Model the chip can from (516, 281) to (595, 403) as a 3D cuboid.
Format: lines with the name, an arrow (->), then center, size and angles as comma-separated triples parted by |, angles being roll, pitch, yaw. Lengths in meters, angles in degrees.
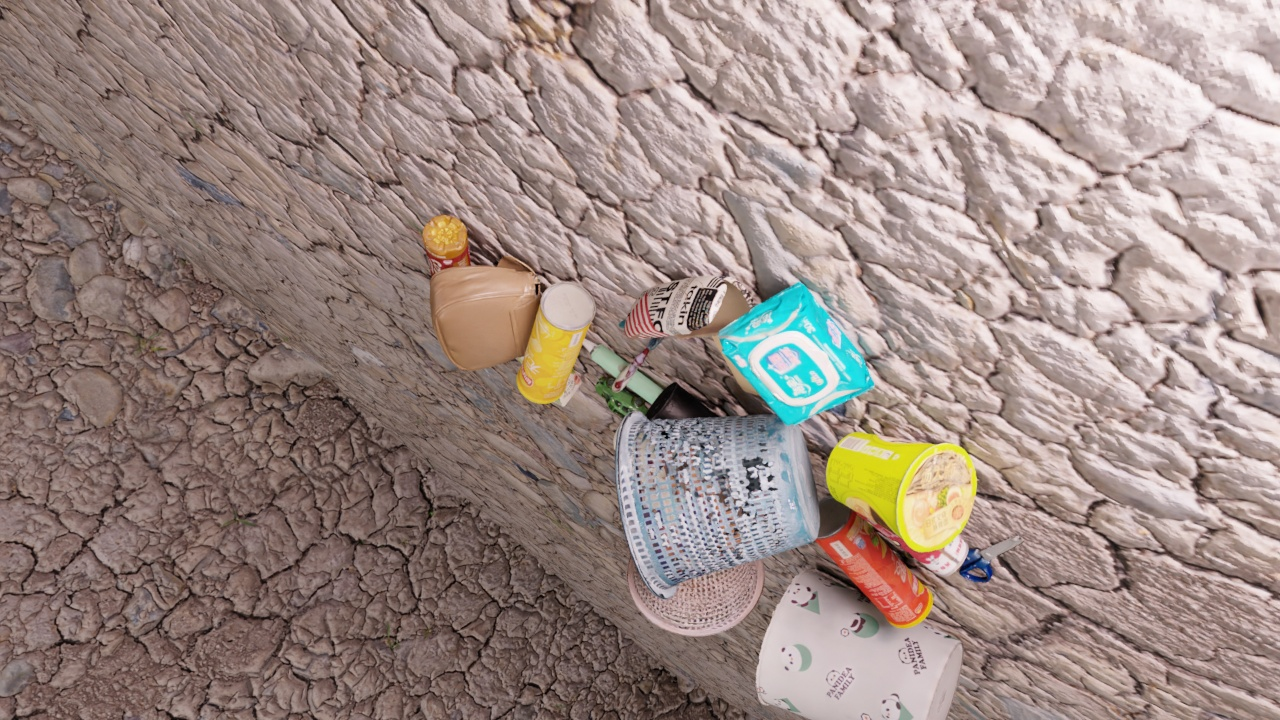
chip can -> -0.114, -0.018, 1.208 | 0.072, 0.071, 0.214 | 35, 149, 4

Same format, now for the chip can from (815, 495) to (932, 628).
chip can -> 0.305, 0.271, 1.224 | 0.216, 0.073, 0.073 | 46, 157, -25

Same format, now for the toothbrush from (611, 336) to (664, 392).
toothbrush -> -0.007, 0.007, 1.179 | 0.016, 0.017, 0.188 | 36, 149, -2

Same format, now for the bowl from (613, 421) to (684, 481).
bowl -> 0.004, 0.147, 1.437 | 0.116, 0.066, 0.117 | 31, 159, 13

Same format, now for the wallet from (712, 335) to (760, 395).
wallet -> 0.127, 0.005, 1.004 | 0.087, 0.024, 0.115 | 16, 151, 39

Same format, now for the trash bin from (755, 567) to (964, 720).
trash bin -> 0.341, 0.471, 1.408 | 0.252, 0.229, 0.230 | 16, 152, 32

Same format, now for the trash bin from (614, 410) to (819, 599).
trash bin -> 0.100, 0.153, 1.077 | 0.195, 0.226, 0.227 | -13, 139, 16

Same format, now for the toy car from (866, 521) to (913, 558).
toy car -> 0.319, 0.207, 1.123 | 0.106, 0.031, 0.049 | 36, 159, -3

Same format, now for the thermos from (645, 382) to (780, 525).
thermos -> 0.110, 0.137, 1.222 | 0.242, 0.090, 0.068 | 40, -159, -9

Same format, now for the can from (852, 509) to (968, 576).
can -> 0.314, 0.193, 1.069 | 0.133, 0.053, 0.053 | 37, 159, -4

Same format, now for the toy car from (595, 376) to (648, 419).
toy car -> -0.029, 0.059, 1.345 | 0.091, 0.036, 0.043 | 38, 161, 4

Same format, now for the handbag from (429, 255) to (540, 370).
handbag -> -0.206, -0.066, 1.237 | 0.147, 0.099, 0.205 | -9, 157, -8

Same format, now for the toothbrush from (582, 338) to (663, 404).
toothbrush -> -0.035, 0.006, 1.251 | 0.224, 0.026, 0.027 | 37, 160, -2

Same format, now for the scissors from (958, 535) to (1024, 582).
scissors -> 0.411, 0.232, 1.065 | 0.108, 0.012, 0.175 | 43, 157, -13

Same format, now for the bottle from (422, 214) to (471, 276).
bottle -> -0.262, -0.134, 1.260 | 0.057, 0.057, 0.175 | 34, 159, 6

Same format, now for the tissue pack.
tissue pack -> 0.147, -0.001, 0.864 | 0.093, 0.050, 0.133 | -31, 118, 27

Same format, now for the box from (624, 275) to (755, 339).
box -> 0.056, -0.047, 0.949 | 0.088, 0.076, 0.163 | 26, 163, -26

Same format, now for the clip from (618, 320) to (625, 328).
clip -> -0.004, -0.038, 1.127 | 0.039, 0.013, 0.056 | 46, 159, -26

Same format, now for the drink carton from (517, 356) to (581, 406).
drink carton -> -0.141, 0.010, 1.385 | 0.045, 0.053, 0.122 | 19, 153, 39

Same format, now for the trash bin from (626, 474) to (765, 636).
trash bin -> 0.084, 0.289, 1.448 | 0.228, 0.226, 0.192 | 25, 145, 26

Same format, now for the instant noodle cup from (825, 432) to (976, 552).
instant noodle cup -> 0.262, 0.126, 0.952 | 0.111, 0.111, 0.123 | 48, 164, -28
